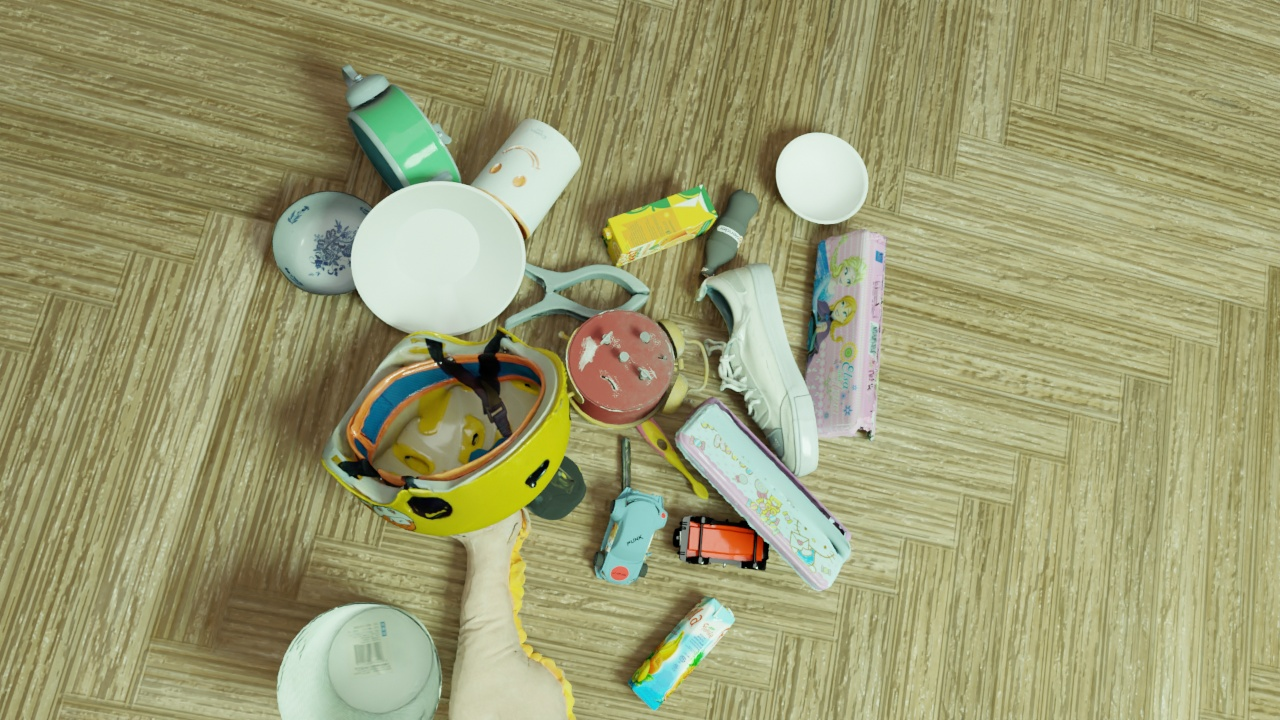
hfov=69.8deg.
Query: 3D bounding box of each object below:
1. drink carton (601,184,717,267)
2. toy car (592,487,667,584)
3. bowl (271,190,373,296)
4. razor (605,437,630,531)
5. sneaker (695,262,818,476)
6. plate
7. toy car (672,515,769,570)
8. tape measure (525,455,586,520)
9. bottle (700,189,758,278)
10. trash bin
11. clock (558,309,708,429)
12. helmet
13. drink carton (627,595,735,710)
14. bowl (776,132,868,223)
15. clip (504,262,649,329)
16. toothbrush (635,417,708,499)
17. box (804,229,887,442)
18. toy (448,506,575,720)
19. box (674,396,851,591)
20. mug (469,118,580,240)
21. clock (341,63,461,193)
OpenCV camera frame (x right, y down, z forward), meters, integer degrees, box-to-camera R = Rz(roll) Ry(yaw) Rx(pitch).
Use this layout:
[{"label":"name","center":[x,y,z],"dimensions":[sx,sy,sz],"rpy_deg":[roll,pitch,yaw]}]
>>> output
[{"label":"drink carton","center":[0.017,-0.147,1.018],"dimensions":[0.122,0.058,0.041],"rpy_deg":[-22,83,-13]},{"label":"toy car","center":[-0.011,0.187,0.943],"dimensions":[0.060,0.027,0.108],"rpy_deg":[16,103,-12]},{"label":"bowl","center":[-0.323,-0.117,0.964],"dimensions":[0.114,0.045,0.114],"rpy_deg":[2,79,-9]},{"label":"razor","center":[-0.015,0.135,0.980],"dimensions":[0.042,0.026,0.105],"rpy_deg":[1,75,-7]},{"label":"sneaker","center":[0.122,0.014,0.996],"dimensions":[0.090,0.090,0.242],"rpy_deg":[-12,75,-7]},{"label":"plate","center":[-0.209,-0.109,0.949],"dimensions":[0.174,0.036,0.174],"rpy_deg":[-9,124,-13]},{"label":"toy car","center":[0.086,0.192,0.970],"dimensions":[0.100,0.049,0.051],"rpy_deg":[7,77,-8]},{"label":"tape measure","center":[-0.093,0.126,0.946],"dimensions":[0.072,0.042,0.071],"rpy_deg":[34,39,-13]},{"label":"bottle","center":[0.098,-0.142,1.042],"dimensions":[0.036,0.036,0.109],"rpy_deg":[28,76,-3]},{"label":"trash bin","center":[-0.246,0.284,0.840],"dimensions":[0.133,0.161,0.133],"rpy_deg":[2,79,-9]},{"label":"clock","center":[-0.006,0.006,0.966],"dimensions":[0.159,0.081,0.117],"rpy_deg":[-1,73,-7]},{"label":"helmet","center":[-0.162,0.083,0.880],"dimensions":[0.240,0.140,0.208],"rpy_deg":[2,46,23]},{"label":"drink carton","center":[0.043,0.299,0.945],"dimensions":[0.038,0.044,0.128],"rpy_deg":[45,77,1]},{"label":"bowl","center":[0.205,-0.205,1.069],"dimensions":[0.110,0.041,0.110],"rpy_deg":[2,79,-9]},{"label":"clip","center":[-0.073,-0.064,1.004],"dimensions":[0.162,0.027,0.090],"rpy_deg":[9,76,-7]},{"label":"toothbrush","center":[0.029,0.098,0.997],"dimensions":[0.021,0.016,0.135],"rpy_deg":[-38,83,-12]},{"label":"box","center":[0.247,-0.023,1.032],"dimensions":[0.090,0.085,0.230],"rpy_deg":[16,75,-35]},{"label":"toy","center":[-0.121,0.266,0.923],"dimensions":[0.196,0.065,0.264],"rpy_deg":[10,71,-16]},{"label":"box","center":[0.128,0.130,0.946],"dimensions":[0.214,0.140,0.062],"rpy_deg":[46,104,1]},{"label":"mug","center":[-0.126,-0.195,0.993],"dimensions":[0.082,0.082,0.105],"rpy_deg":[34,75,-2]},{"label":"clock","center":[-0.255,-0.237,0.956],"dimensions":[0.075,0.122,0.161],"rpy_deg":[-38,95,-13]}]
